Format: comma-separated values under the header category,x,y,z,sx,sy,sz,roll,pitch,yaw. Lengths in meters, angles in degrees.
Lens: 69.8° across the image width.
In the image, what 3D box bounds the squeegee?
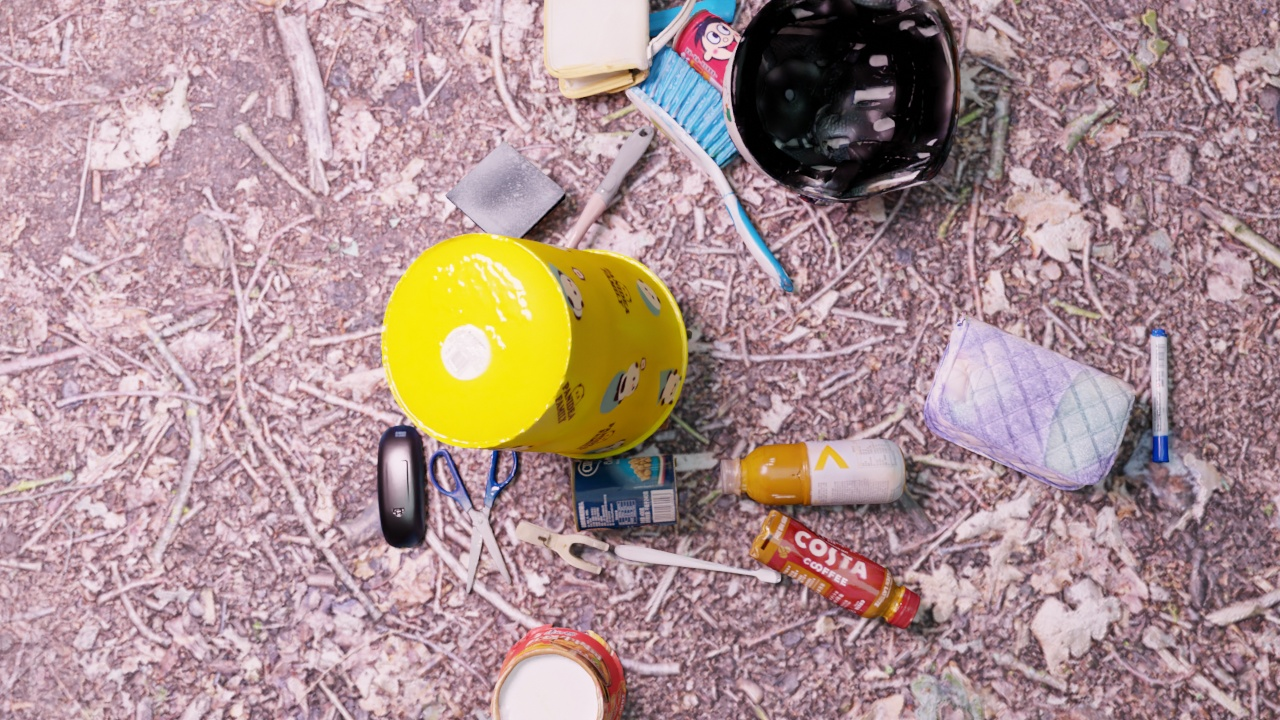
category,x,y,z,sx,sy,sz,roll,pitch,yaw
squeegee,-0.052,-0.174,1.055,0.248,0.040,0.249,30,81,8

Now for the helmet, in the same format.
category,x,y,z,sx,sy,sz,roll,pitch,yaw
helmet,0.199,-0.284,0.993,0.273,0.157,0.230,-8,101,-15

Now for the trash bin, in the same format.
category,x,y,z,sx,sy,sz,roll,pitch,yaw
trash bin,-0.098,-0.012,0.885,0.230,0.255,0.229,-1,88,19

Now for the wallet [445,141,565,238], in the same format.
category,x,y,z,sx,sy,sz,roll,pitch,yaw
wallet,-0.156,-0.190,1.059,0.097,0.019,0.121,-45,64,-6

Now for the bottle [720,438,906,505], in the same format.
category,x,y,z,sx,sy,sz,roll,pitch,yaw
bottle,0.180,0.120,0.971,0.189,0.068,0.068,-2,79,2

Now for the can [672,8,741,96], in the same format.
category,x,y,z,sx,sy,sz,roll,pitch,yaw
can,0.090,-0.355,1.068,0.066,0.066,0.094,-43,79,-6

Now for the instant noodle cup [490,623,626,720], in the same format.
category,x,y,z,sx,sy,sz,roll,pitch,yaw
instant noodle cup,-0.086,0.341,0.921,0.138,0.108,0.137,-1,79,3

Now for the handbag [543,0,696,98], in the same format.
category,x,y,z,sx,sy,sz,roll,pitch,yaw
handbag,-0.018,-0.392,1.058,0.179,0.063,0.163,-5,74,15

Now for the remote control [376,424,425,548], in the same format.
category,x,y,z,sx,sy,sz,roll,pitch,yaw
remote control,-0.265,0.138,1.012,0.053,0.024,0.136,-6,79,1

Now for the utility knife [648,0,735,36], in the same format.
category,x,y,z,sx,sy,sz,roll,pitch,yaw
utility knife,0.000,-0.402,1.106,0.238,0.018,0.034,-11,73,1

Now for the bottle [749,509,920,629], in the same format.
category,x,y,z,sx,sy,sz,roll,pitch,yaw
bottle,0.203,0.220,0.956,0.175,0.057,0.057,27,81,8

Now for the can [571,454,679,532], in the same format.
category,x,y,z,sx,sy,sz,roll,pitch,yaw
can,-0.014,0.141,0.973,0.111,0.075,0.075,-4,79,1

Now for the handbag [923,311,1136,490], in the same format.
category,x,y,z,sx,sy,sz,roll,pitch,yaw
handbag,0.405,0.045,0.972,0.194,0.076,0.134,26,77,6

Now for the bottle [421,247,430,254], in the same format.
category,x,y,z,sx,sy,sz,roll,pitch,yaw
bottle,-0.214,-0.092,1.011,0.063,0.108,0.063,0,78,1

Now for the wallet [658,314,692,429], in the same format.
category,x,y,z,sx,sy,sz,roll,pitch,yaw
wallet,-0.006,0.006,1.014,0.119,0.035,0.130,7,90,8

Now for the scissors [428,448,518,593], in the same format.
category,x,y,z,sx,sy,sz,roll,pitch,yaw
scissors,-0.174,0.161,1.010,0.162,0.012,0.164,41,84,8

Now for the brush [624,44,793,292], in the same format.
category,x,y,z,sx,sy,sz,roll,pitch,yaw
brush,0.096,-0.223,1.053,0.109,0.060,0.314,-45,83,0

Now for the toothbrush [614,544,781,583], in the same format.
category,x,y,z,sx,sy,sz,roll,pitch,yaw
toothbrush,0.061,0.218,0.987,0.180,0.016,0.016,8,77,7

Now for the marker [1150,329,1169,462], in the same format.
category,x,y,z,sx,sy,sz,roll,pitch,yaw
marker,0.562,0.038,0.994,0.017,0.017,0.145,4,79,4

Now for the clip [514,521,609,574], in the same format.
category,x,y,z,sx,sy,sz,roll,pitch,yaw
clip,-0.085,0.198,0.985,0.100,0.071,0.034,18,81,0
